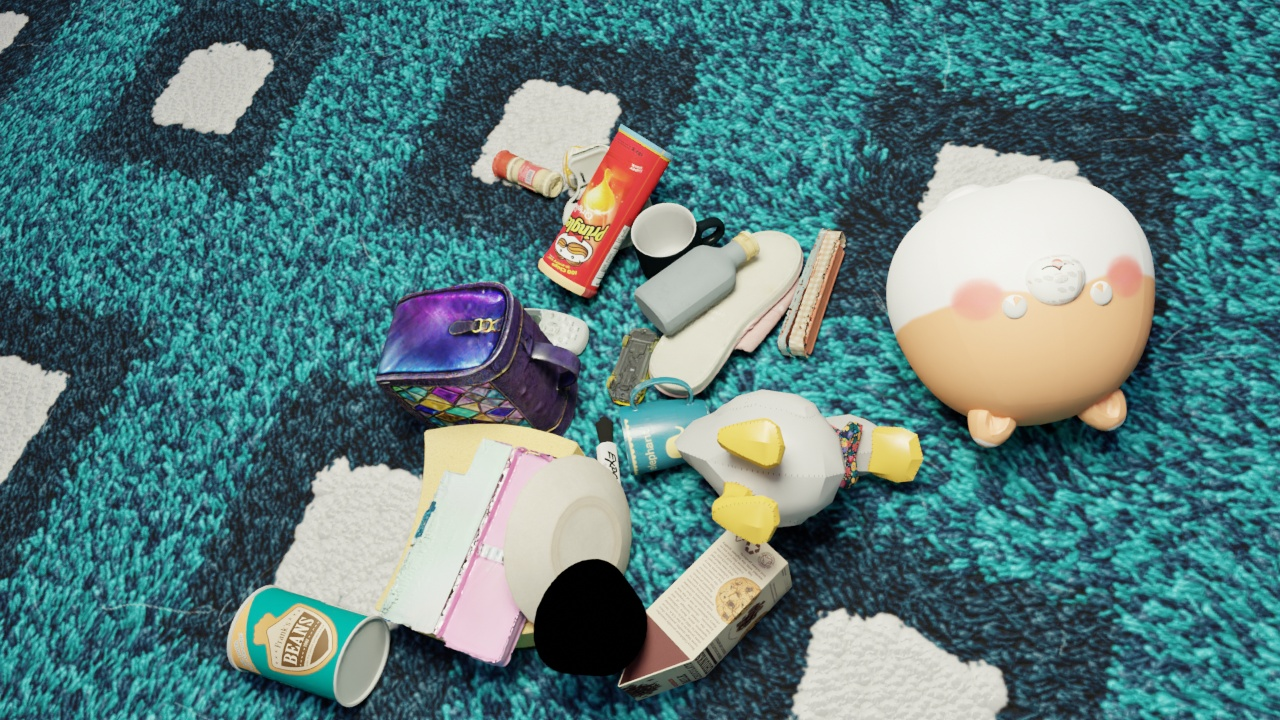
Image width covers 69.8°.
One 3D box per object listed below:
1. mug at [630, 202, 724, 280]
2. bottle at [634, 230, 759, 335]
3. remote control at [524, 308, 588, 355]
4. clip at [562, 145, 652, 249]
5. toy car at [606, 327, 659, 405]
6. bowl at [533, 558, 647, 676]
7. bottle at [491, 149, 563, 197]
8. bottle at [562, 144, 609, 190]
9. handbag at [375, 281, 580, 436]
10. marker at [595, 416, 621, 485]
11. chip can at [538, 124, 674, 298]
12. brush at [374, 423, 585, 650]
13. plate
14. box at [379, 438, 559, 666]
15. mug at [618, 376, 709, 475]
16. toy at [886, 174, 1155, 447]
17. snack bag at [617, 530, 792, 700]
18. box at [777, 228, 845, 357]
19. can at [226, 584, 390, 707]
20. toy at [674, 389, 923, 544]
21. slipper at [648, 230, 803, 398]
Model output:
[{"bbox_3d":[0.054,-0.151,1.198,0.121,0.094,0.085,-26,60,-2],"label":"mug"},{"bbox_3d":[0.076,-0.102,1.131,0.161,0.046,0.072,-36,58,-11],"label":"bottle"},{"bbox_3d":[-0.124,-0.036,1.215,0.114,0.028,0.060,11,65,18],"label":"remote control"},{"bbox_3d":[-0.053,-0.222,1.264,0.125,0.081,0.147,-21,99,-1],"label":"clip"},{"bbox_3d":[-0.007,0.007,1.164,0.049,0.030,0.106,13,68,20],"label":"toy car"},{"bbox_3d":[-0.043,0.264,0.919,0.116,0.062,0.115,-22,46,25],"label":"bowl"},{"bbox_3d":[-0.165,-0.272,1.344,0.109,0.044,0.044,26,71,24],"label":"bottle"},{"bbox_3d":[-0.054,-0.277,1.308,0.108,0.063,0.063,-1,62,12],"label":"bottle"},{"bbox_3d":[-0.179,0.009,1.107,0.222,0.205,0.125,-1,62,19],"label":"handbag"},{"bbox_3d":[-0.039,0.126,1.111,0.025,0.025,0.125,-11,60,7],"label":"marker"},{"bbox_3d":[-0.045,-0.193,1.197,0.087,0.087,0.213,38,104,27],"label":"chip can"},{"bbox_3d":[-0.177,0.203,1.071,0.195,0.075,0.249,3,63,14],"label":"brush"},{"bbox_3d":[-0.066,0.198,0.990,0.027,0.188,0.188,-2,58,43],"label":"plate"},{"bbox_3d":[-0.176,0.199,1.007,0.159,0.035,0.230,13,66,19],"label":"box"},{"bbox_3d":[0.030,0.073,1.078,0.104,0.112,0.084,-10,22,-1],"label":"mug"},{"bbox_3d":[0.403,-0.055,0.973,0.263,0.266,0.280,-9,76,5],"label":"toy"},{"bbox_3d":[0.061,0.275,0.967,0.206,0.094,0.070,-43,62,-11],"label":"snack bag"},{"bbox_3d":[0.223,-0.086,1.153,0.058,0.053,0.186,30,67,-18],"label":"box"},{"bbox_3d":[-0.374,0.321,1.039,0.144,0.099,0.099,10,65,18],"label":"can"},{"bbox_3d":[0.154,0.100,0.972,0.247,0.267,0.141,7,99,29],"label":"toy"},{"bbox_3d":[0.110,-0.057,1.158,0.114,0.054,0.273,31,69,27],"label":"slipper"}]
